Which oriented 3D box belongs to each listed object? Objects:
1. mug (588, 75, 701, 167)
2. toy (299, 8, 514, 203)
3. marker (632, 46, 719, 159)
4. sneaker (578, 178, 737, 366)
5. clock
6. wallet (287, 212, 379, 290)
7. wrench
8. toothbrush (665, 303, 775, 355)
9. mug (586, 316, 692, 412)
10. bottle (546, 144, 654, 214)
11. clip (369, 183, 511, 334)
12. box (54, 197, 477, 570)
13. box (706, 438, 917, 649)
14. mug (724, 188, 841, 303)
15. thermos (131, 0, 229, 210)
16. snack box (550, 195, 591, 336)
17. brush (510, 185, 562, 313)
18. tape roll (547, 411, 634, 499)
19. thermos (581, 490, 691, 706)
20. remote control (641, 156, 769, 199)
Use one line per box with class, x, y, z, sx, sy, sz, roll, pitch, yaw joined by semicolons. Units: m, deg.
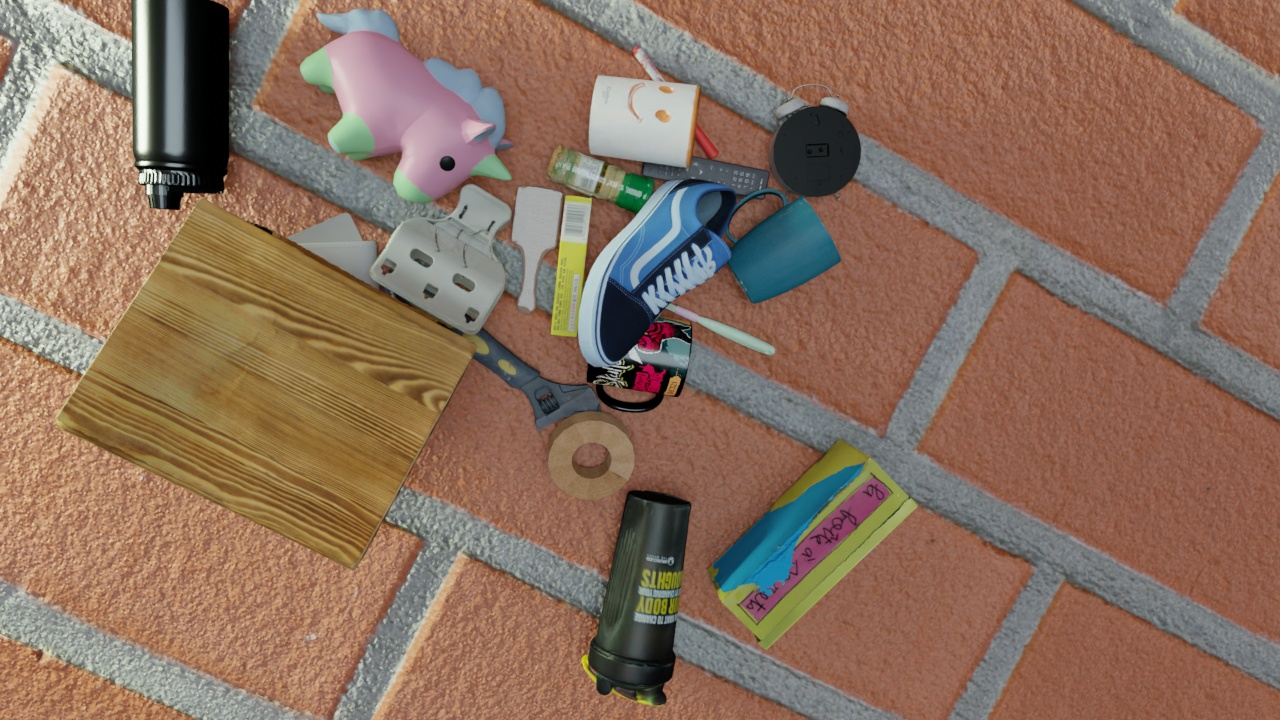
mug;0.005;-0.245;0.940;0.105;0.082;0.082;8;96;3
toy;-0.230;-0.261;0.915;0.171;0.120;0.222;-21;94;3
marker;0.037;-0.275;0.981;0.013;0.013;0.142;-38;98;0
sneaker;0.026;-0.094;0.904;0.240;0.098;0.083;-59;137;-28
clock;0.185;-0.234;0.987;0.094;0.035;0.122;-4;96;-5
wallet;-0.335;-0.094;0.956;0.118;0.037;0.115;-3;97;-8
wrench;-0.152;-0.002;0.990;0.273;0.022;0.073;39;93;-9
toothbrush;0.078;-0.038;1.010;0.154;0.015;0.022;22;128;-7
mug;-0.006;0.006;0.982;0.098;0.081;0.118;10;123;-6
bottle;-0.042;-0.190;0.968;0.111;0.043;0.043;20;94;-5
clip;-0.196;-0.108;0.962;0.126;0.102;0.151;31;61;-10
box;-0.330;0.019;0.875;0.279;0.192;0.251;29;79;-7
box;0.179;0.195;0.993;0.079;0.124;0.221;44;90;-6
mug;0.139;-0.125;0.975;0.104;0.084;0.112;-32;85;8
thermos;-0.451;-0.248;0.903;0.086;0.086;0.198;2;96;-6
snack box;-0.074;-0.100;0.977;0.029;0.040;0.148;6;96;-5
brush;-0.115;-0.118;0.986;0.050;0.015;0.136;7;101;-6
tape roll;-0.054;0.103;0.998;0.094;0.027;0.094;-2;109;-7
thermos;0.001;0.257;1.001;0.098;0.098;0.221;9;92;-6
remote control;0.070;-0.201;0.990;0.136;0.015;0.032;10;95;-4
